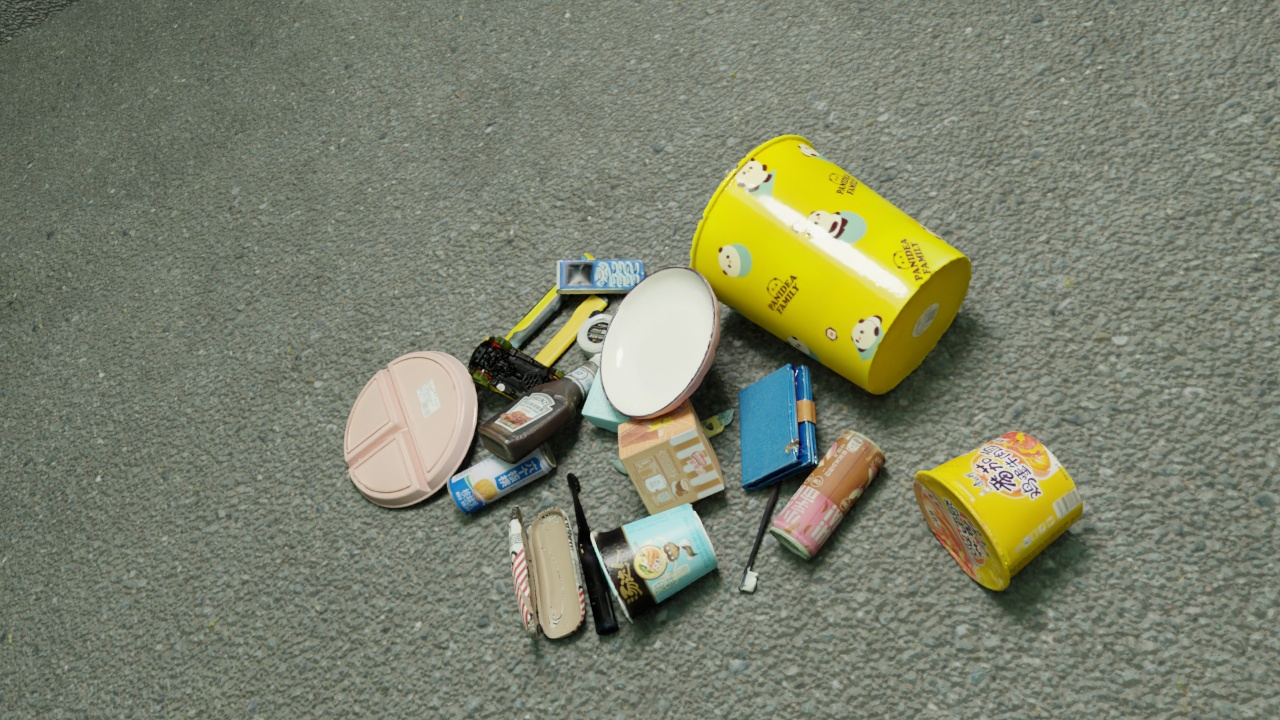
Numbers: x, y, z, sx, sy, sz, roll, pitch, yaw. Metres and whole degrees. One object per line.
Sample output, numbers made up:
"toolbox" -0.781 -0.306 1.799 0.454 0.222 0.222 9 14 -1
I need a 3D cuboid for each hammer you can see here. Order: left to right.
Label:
"hammer" -0.179 -0.034 1.311 0.323 0.032 0.126 -46 55 -9

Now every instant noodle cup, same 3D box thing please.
"instant noodle cup" 0.019 0.219 1.033 0.120 0.111 0.111 -25 54 -3
"instant noodle cup" 0.362 0.143 0.925 0.109 0.138 0.138 -31 53 -8

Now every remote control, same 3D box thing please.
"remote control" -0.057 -0.117 1.294 0.125 0.024 0.049 0 67 -2

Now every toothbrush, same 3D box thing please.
"toothbrush" -0.063 0.227 1.107 0.026 0.027 0.212 -32 51 19
"toothbrush" 0.147 0.180 1.056 0.018 0.016 0.180 12 66 21

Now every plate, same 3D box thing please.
"plate" -0.325 0.089 1.271 0.230 0.028 0.229 -13 62 25
"plate" 0.028 -0.018 1.100 0.193 0.039 0.192 -25 54 39

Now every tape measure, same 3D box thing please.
"tape measure" -0.053 -0.031 1.257 0.066 0.033 0.066 26 70 34

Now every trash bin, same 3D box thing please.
"trash bin" 0.226 -0.106 1.081 0.229 0.230 0.255 -45 60 -9

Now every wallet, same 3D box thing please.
"wallet" 0.160 0.078 1.082 0.107 0.040 0.132 -32 45 40

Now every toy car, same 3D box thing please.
"toy car" -0.161 0.026 1.242 0.156 0.041 0.071 28 76 5

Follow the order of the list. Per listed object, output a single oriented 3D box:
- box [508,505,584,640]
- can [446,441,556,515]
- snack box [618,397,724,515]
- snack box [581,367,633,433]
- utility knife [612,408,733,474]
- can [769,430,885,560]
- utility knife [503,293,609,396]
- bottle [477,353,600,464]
"box" -0.109 0.248 1.092 0.088 0.076 0.162 -9 53 -10
"can" -0.179 0.147 1.186 0.134 0.053 0.053 -28 54 4
"snack box" 0.035 0.113 1.081 0.094 0.093 0.077 -23 24 8
"snack box" -0.007 0.007 1.187 0.074 0.051 0.174 10 72 33
"utility knife" 0.044 0.103 1.150 0.167 0.018 0.031 -23 60 2
"can" 0.209 0.149 1.023 0.058 0.058 0.147 32 76 34
"utility knife" -0.116 -0.023 1.287 0.033 0.015 0.208 35 77 34
"bottle" -0.113 0.056 1.180 0.194 0.044 0.080 -37 39 -29
